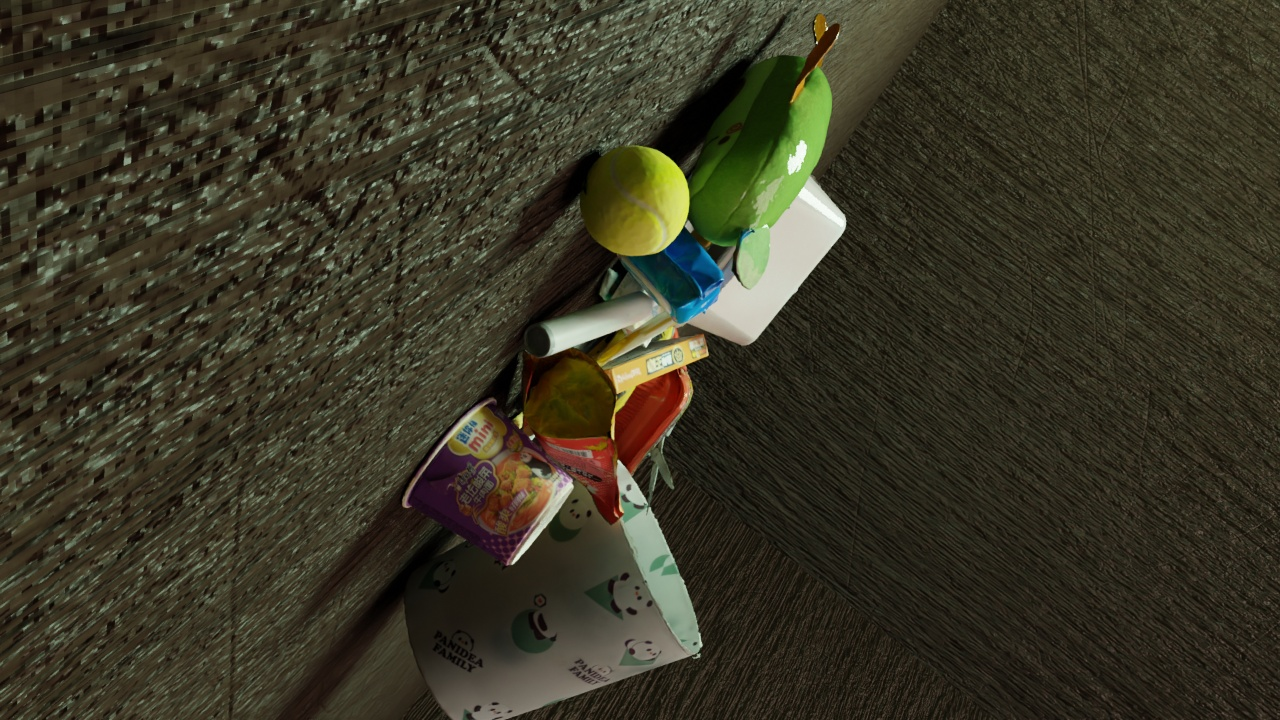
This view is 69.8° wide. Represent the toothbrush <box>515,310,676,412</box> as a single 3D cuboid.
[{"bbox_3d":[-0.037,-0.002,0.835,0.192,0.016,0.018,-31,169,14],"label":"toothbrush"}]

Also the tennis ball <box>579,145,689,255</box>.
[{"bbox_3d":[-0.004,-0.095,0.546,0.065,0.065,0.065,-52,175,-7],"label":"tennis ball"}]

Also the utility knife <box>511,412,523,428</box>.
[{"bbox_3d":[-0.124,0.067,0.876,0.031,0.018,0.164,-50,175,18],"label":"utility knife"}]

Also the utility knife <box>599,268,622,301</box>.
[{"bbox_3d":[-0.005,-0.053,0.902,0.029,0.013,0.205,-60,163,0],"label":"utility knife"}]

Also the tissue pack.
[{"bbox_3d":[0.020,-0.077,0.735,0.052,0.095,0.157,-40,176,1],"label":"tissue pack"}]

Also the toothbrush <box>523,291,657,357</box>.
[{"bbox_3d":[-0.016,-0.041,0.766,0.026,0.026,0.220,-40,170,36],"label":"toothbrush"}]

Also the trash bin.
[{"bbox_3d":[-0.096,0.255,0.980,0.252,0.229,0.229,-25,177,5],"label":"trash bin"}]

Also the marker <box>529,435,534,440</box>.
[{"bbox_3d":[-0.141,0.104,0.985,0.145,0.017,0.017,-52,175,-10],"label":"marker"}]

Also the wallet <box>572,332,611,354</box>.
[{"bbox_3d":[-0.046,-0.028,0.922,0.122,0.020,0.097,-47,173,-34],"label":"wallet"}]

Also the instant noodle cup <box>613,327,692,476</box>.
[{"bbox_3d":[-0.015,0.038,1.107,0.165,0.079,0.188,-54,-159,23],"label":"instant noodle cup"}]

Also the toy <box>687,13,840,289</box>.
[{"bbox_3d":[0.096,-0.170,0.726,0.228,0.090,0.246,-61,-179,44],"label":"toy"}]

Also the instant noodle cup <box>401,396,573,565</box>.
[{"bbox_3d":[-0.114,0.100,0.726,0.111,0.099,0.111,-53,174,-8],"label":"instant noodle cup"}]

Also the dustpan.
[{"bbox_3d":[0.086,-0.140,0.940,0.223,0.138,0.273,-55,-142,14],"label":"dustpan"}]

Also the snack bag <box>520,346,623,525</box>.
[{"bbox_3d":[-0.061,0.069,0.797,0.073,0.128,0.208,-43,164,-19],"label":"snack bag"}]

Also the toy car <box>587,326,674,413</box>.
[{"bbox_3d":[-0.020,-0.008,1.005,0.155,0.071,0.041,-53,180,-24],"label":"toy car"}]

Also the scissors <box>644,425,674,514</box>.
[{"bbox_3d":[0.020,0.107,1.064,0.175,0.014,0.159,-14,-132,64],"label":"scissors"}]

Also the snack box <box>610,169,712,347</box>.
[{"bbox_3d":[0.028,-0.095,0.863,0.156,0.027,0.085,-57,159,-10],"label":"snack box"}]

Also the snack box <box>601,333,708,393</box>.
[{"bbox_3d":[-0.005,0.005,0.914,0.075,0.026,0.153,-8,-171,41],"label":"snack box"}]
